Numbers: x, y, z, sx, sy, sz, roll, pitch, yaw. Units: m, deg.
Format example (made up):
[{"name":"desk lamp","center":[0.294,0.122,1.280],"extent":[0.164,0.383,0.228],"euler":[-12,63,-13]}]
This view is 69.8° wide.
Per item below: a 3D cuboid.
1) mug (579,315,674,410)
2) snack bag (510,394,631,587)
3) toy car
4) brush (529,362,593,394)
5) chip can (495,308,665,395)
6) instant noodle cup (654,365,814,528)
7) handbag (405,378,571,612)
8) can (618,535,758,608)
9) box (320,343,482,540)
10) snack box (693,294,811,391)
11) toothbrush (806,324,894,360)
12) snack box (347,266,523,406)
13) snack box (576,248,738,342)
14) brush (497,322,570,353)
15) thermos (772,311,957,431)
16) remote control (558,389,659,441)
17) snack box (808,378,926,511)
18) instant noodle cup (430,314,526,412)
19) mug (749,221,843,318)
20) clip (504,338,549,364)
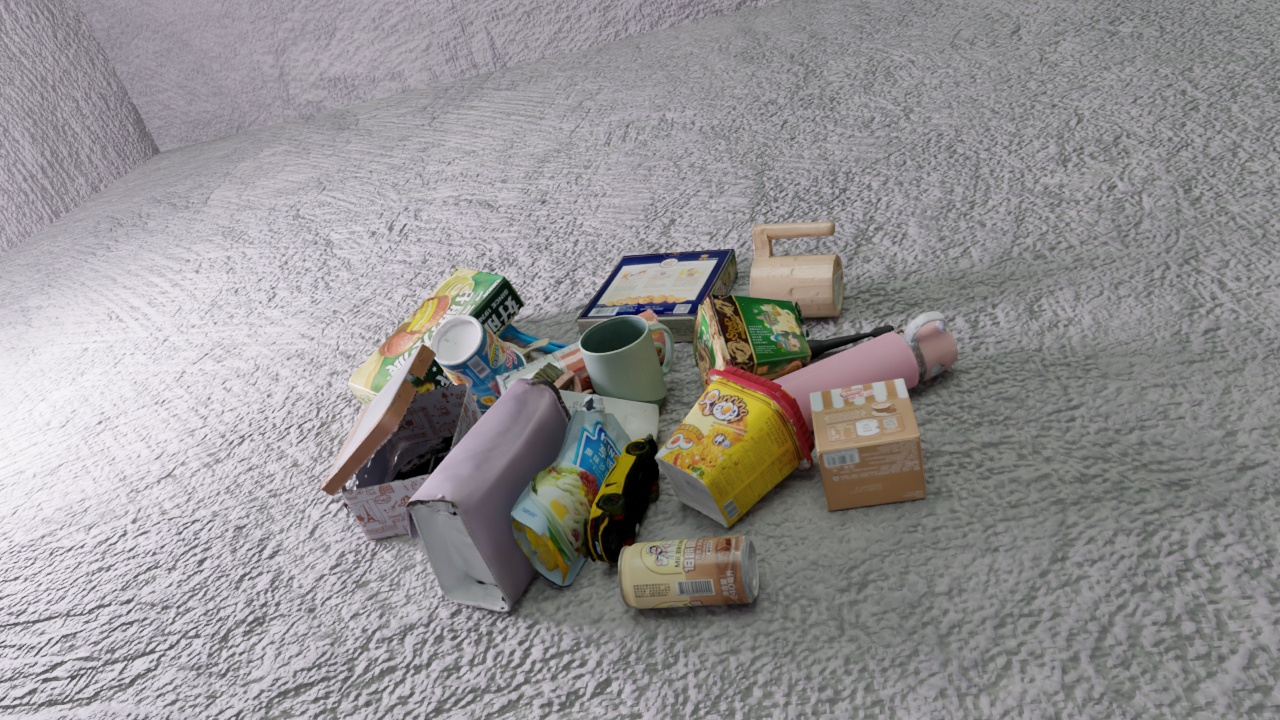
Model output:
[{"name":"mug","center":[-0.006,0.006,1.081],"extent":[0.111,0.106,0.082],"euler":[-30,32,-20]},{"name":"snack bag","center":[-0.060,0.123,0.917],"extent":[0.039,0.110,0.190],"euler":[-17,27,37]},{"name":"toy car","center":[-0.015,0.136,0.912],"extent":[0.041,0.071,0.155],"euler":[1,33,21]},{"name":"brush","center":[-0.121,0.069,1.056],"extent":[0.073,0.063,0.145],"euler":[38,71,9]},{"name":"chip can","center":[-0.068,0.008,1.145],"extent":[0.214,0.071,0.071],"euler":[-25,32,-13]},{"name":"instant noodle cup","center":[0.090,0.088,0.909],"extent":[0.123,0.116,0.116],"euler":[-45,39,-19]},{"name":"handbag","center":[-0.135,0.128,0.913],"extent":[0.099,0.145,0.196],"euler":[4,36,27]},{"name":"can","center":[0.043,0.187,0.811],"extent":[0.116,0.058,0.058],"euler":[-8,32,16]},{"name":"box","center":[-0.274,0.081,1.044],"extent":[0.148,0.158,0.181],"euler":[-11,31,7]},{"name":"snack box","center":[0.125,-0.005,1.027],"extent":[0.105,0.118,0.118],"euler":[-5,54,-8]},{"name":"toothbrush","center":[0.196,-0.011,1.091],"extent":[0.213,0.026,0.027],"euler":[-14,-9,2]},{"name":"snack box","center":[-0.278,-0.023,1.259],"extent":[0.115,0.063,0.239],"euler":[15,57,42]},{"name":"snack box","center":[0.027,-0.091,1.281],"extent":[0.178,0.046,0.182],"euler":[0,34,26]},{"name":"brush","center":[-0.169,-0.033,1.301],"extent":[0.255,0.046,0.083],"euler":[14,38,36]},{"name":"thermos","center":[0.239,0.010,0.975],"extent":[0.198,0.087,0.067],"euler":[-22,51,-6]},{"name":"remote control","center":[-0.047,0.067,1.020],"extent":[0.135,0.019,0.056],"euler":[9,67,-3]},{"name":"snack box","center":[0.216,0.080,0.879],"extent":[0.093,0.077,0.094],"euler":[-10,32,12]},{"name":"instant noodle cup","center":[-0.209,0.000,1.160],"extent":[0.099,0.110,0.099],"euler":[-8,60,15]},{"name":"mug","center":[0.198,-0.113,1.161],"extent":[0.104,0.125,0.084],"euler":[0,14,23]},{"name":"clip","center":[-0.162,0.004,1.247],"extent":[0.103,0.076,0.034],"euler":[1,33,11]}]
